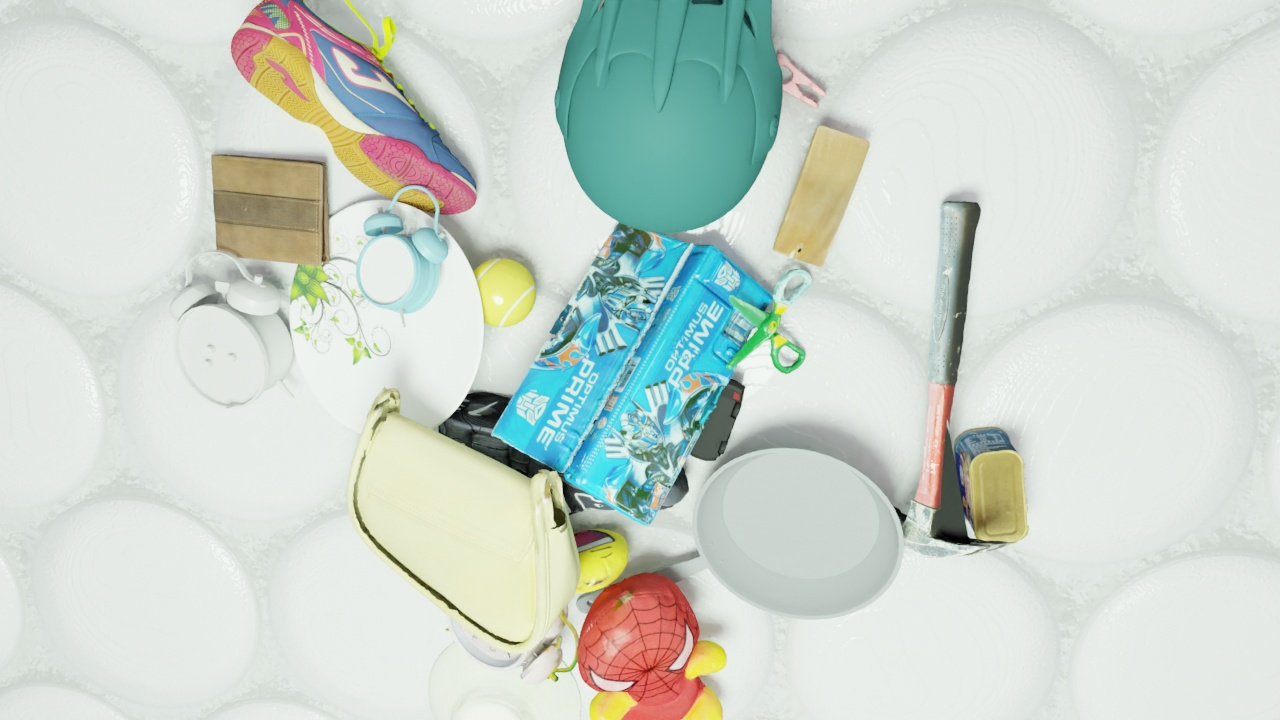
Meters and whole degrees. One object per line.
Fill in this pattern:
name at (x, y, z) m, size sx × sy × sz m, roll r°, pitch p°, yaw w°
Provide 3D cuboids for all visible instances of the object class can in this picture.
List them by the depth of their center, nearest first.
can at (0.332, 0.120, 0.868) m, size 0.054 × 0.059 × 0.100 m, roll -8°, pitch 106°, yaw 9°

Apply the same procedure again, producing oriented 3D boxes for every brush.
brush at (0.160, -0.146, 0.820) m, size 0.049 × 0.039 × 0.117 m, roll 19°, pitch 108°, yaw 1°

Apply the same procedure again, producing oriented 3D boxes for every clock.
clock at (-0.215, -0.098, 0.834) m, size 0.087 × 0.042 × 0.123 m, roll 23°, pitch 99°, yaw 20°
clock at (-0.405, -0.029, 0.901) m, size 0.120 × 0.061 × 0.159 m, roll -4°, pitch 108°, yaw 20°
clock at (-0.128, 0.268, 0.941) m, size 0.158 × 0.058 × 0.117 m, roll 20°, pitch 116°, yaw 21°

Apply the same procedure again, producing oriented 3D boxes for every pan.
pan at (0.086, 0.193, 0.922) m, size 0.357 × 0.050 × 0.201 m, roll -23°, pitch 108°, yaw 27°

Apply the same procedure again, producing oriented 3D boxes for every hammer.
hammer at (0.279, 0.022, 0.828) m, size 0.036 × 0.141 × 0.326 m, roll -2°, pitch 100°, yaw -26°

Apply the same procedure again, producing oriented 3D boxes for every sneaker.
sneaker at (-0.235, -0.230, 0.818) m, size 0.241 × 0.090 × 0.117 m, roll 39°, pitch 142°, yaw -27°
sneaker at (-0.086, 0.135, 0.907) m, size 0.252 × 0.097 × 0.151 m, roll 15°, pitch 113°, yaw 3°

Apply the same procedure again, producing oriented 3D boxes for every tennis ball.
tennis ball at (-0.131, -0.064, 0.864) m, size 0.065 × 0.065 × 0.065 m, roll 2°, pitch 106°, yaw 6°

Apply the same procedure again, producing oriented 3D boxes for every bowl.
bowl at (-0.156, 0.389, 1.004) m, size 0.177 × 0.057 × 0.177 m, roll 2°, pitch 106°, yaw 6°

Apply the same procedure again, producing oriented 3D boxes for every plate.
plate at (-0.242, -0.038, 0.888) m, size 0.230 × 0.030 × 0.229 m, roll 3°, pitch 97°, yaw 24°

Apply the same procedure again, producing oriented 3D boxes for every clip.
clip at (0.137, -0.248, 0.804) m, size 0.060 × 0.023 × 0.044 m, roll 14°, pitch 109°, yaw 8°

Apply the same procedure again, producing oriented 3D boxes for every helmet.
helmet at (0.027, -0.237, 0.724) m, size 0.176 × 0.200 × 0.275 m, roll 8°, pitch 107°, yaw 4°

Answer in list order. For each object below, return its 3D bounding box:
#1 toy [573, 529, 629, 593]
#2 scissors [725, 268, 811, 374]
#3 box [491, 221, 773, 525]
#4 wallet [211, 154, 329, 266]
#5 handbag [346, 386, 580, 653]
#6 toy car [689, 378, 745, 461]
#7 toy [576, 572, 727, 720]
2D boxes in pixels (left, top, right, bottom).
toy at (-0.057, 0.200, 0.920) m, size 0.095 × 0.094 × 0.041 m, roll -15°, pitch 110°, yaw -13°
scissors at (0.121, -0.037, 0.840) m, size 0.125 × 0.011 × 0.130 m, roll 32°, pitch 82°, yaw -41°
box at (-0.003, 0.002, 0.816) m, size 0.171 × 0.070 × 0.243 m, roll 30°, pitch 79°, yaw -1°
wallet at (-0.356, -0.145, 0.882) m, size 0.121 × 0.026 × 0.099 m, roll 7°, pitch 104°, yaw 13°
handbag at (-0.158, 0.141, 0.836) m, size 0.233 × 0.088 × 0.191 m, roll 25°, pitch 118°, yaw 15°
toy car at (0.071, 0.055, 0.892) m, size 0.042 × 0.036 × 0.092 m, roll 18°, pitch 117°, yaw 3°
toy at (0.006, 0.304, 0.918) m, size 0.147 × 0.099 × 0.216 m, roll -27°, pitch 122°, yaw -19°
